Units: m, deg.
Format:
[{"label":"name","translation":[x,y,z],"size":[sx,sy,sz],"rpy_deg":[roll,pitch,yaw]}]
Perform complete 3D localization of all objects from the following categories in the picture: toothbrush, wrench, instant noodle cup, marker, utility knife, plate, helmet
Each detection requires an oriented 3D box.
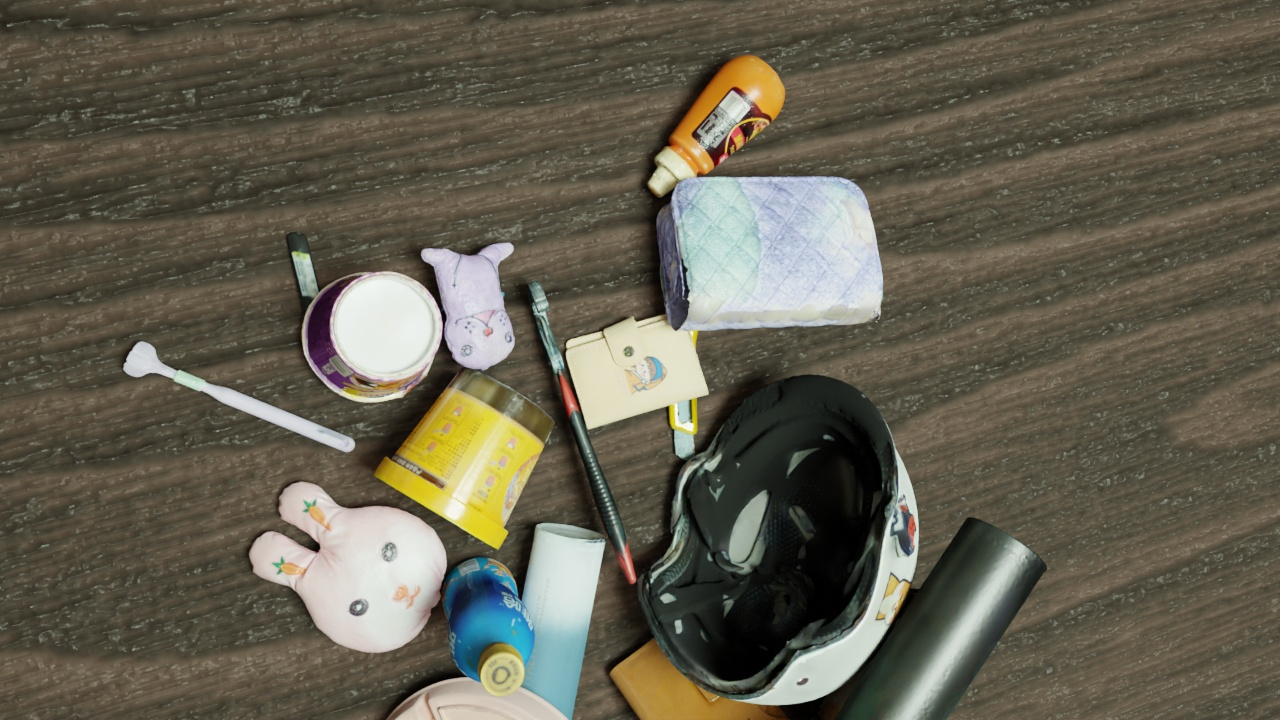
[{"label":"toothbrush","translation":[-0.327,0.036,0.760],"size":[0.189,0.021,0.029],"rpy_deg":[26,83,-14]},{"label":"wrench","translation":[-0.051,0.062,0.795],"size":[0.016,0.056,0.273],"rpy_deg":[-18,88,-10]},{"label":"instant noodle cup","translation":[-0.210,-0.024,0.738],"size":[0.111,0.099,0.111],"rpy_deg":[2,84,-24]},{"label":"marker","translation":[-0.277,-0.048,0.774],"size":[0.018,0.015,0.124],"rpy_deg":[-14,91,-14]},{"label":"utility knife","translation":[0.041,0.007,0.849],"size":[0.033,0.015,0.181],"rpy_deg":[-3,92,-10]},{"label":"plate","translation":[-0.134,0.379,0.755],"size":[0.230,0.028,0.229],"rpy_deg":[0,89,14]},{"label":"instant noodle cup","translation":[-0.139,0.077,0.760],"size":[0.118,0.119,0.114],"rpy_deg":[33,76,-12]},{"label":"helmet","translation":[0.140,0.167,0.787],"size":[0.157,0.230,0.273],"rpy_deg":[39,68,-37]}]

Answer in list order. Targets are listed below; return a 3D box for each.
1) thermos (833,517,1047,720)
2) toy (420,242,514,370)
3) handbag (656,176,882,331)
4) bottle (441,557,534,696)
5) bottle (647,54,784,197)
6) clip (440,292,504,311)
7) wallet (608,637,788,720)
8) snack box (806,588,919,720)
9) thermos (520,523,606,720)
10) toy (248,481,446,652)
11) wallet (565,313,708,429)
[{"label":"thermos","translation":[0.208,0.232,0.686],"size":[0.242,0.068,0.090],"rpy_deg":[-53,144,-9]},{"label":"toy","translation":[-0.138,-0.046,0.779],"size":[0.083,0.039,0.108],"rpy_deg":[-13,96,-33]},{"label":"handbag","translation":[0.115,-0.094,0.828],"size":[0.193,0.076,0.134],"rpy_deg":[-2,72,-15]},{"label":"bottle","translation":[-0.117,0.206,0.711],"size":[0.065,0.219,0.065],"rpy_deg":[0,91,-15]},{"label":"bottle","translation":[0.062,-0.205,0.830],"size":[0.067,0.067,0.149],"rpy_deg":[44,89,-11]},{"label":"clip","translation":[-0.147,-0.050,0.804],"size":[0.057,0.014,0.047],"rpy_deg":[-1,93,-15]},{"label":"wallet","translation":[0.051,0.300,0.816],"size":[0.107,0.031,0.132],"rpy_deg":[-34,61,-11]},{"label":"snack box","translation":[0.212,0.287,0.812],"size":[0.046,0.178,0.182],"rpy_deg":[36,83,11]},{"label":"thermos","translation":[-0.081,0.255,0.799],"size":[0.070,0.070,0.220],"rpy_deg":[11,88,-14]},{"label":"toy","translation":[-0.243,0.172,0.768],"size":[0.159,0.054,0.121],"rpy_deg":[27,84,-5]},{"label":"wallet","translation":[-0.005,0.005,0.827],"size":[0.115,0.024,0.087],"rpy_deg":[-16,88,0]}]
